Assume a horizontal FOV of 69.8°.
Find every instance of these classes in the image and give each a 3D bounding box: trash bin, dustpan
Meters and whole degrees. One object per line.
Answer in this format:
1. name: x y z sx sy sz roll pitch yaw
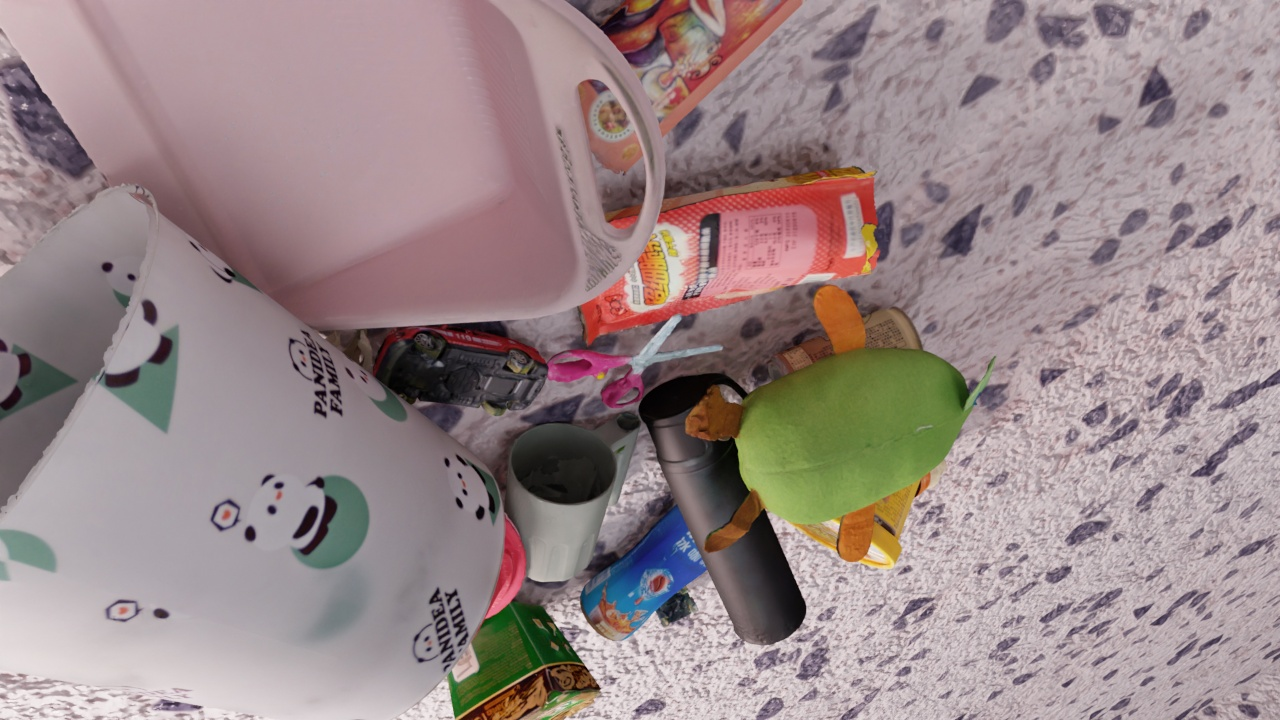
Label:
1. trash bin: -0.222 0.073 0.489 0.230 0.229 0.252 -39 133 11
2. dustpan: -0.138 -0.093 0.449 0.273 0.138 0.223 -22 138 -7

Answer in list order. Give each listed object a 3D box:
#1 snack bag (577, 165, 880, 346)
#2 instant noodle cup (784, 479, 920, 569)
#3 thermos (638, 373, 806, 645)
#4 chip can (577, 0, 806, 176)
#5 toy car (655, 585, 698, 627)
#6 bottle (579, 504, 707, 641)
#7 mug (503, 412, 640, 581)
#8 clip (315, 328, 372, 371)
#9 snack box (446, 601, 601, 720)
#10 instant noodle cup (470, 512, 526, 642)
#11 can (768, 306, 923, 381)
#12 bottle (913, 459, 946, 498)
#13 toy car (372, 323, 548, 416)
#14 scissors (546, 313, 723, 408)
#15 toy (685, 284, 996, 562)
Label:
1. snack bag: 0.056 -0.073 0.628 0.207 0.073 0.129 -13 149 -9
2. instant noodle cup: 0.191 0.105 0.810 0.118 0.119 0.114 45 69 -47
3. thermos: 0.081 0.123 0.763 0.090 0.068 0.243 -25 116 -4
4. chip can: 0.044 -0.196 0.492 0.215 0.071 0.071 -41 136 15
5. toy car: 0.029 0.241 0.937 0.043 0.034 0.091 -28 140 -4
6. bottle: 0.037 0.174 0.853 0.219 0.065 0.065 -44 135 16
7. mug: -0.053 0.107 0.740 0.123 0.084 0.104 -28 146 -38
8. clip: -0.199 0.006 0.595 0.070 0.034 0.100 0 139 -28
9. snack box: -0.116 0.285 0.832 0.118 0.105 0.117 -34 156 5
10. instant noodle cup: -0.185 0.169 0.689 0.194 0.065 0.194 0 129 0
11. can: 0.169 0.002 0.757 0.116 0.058 0.058 -22 137 -5
12. bottle: 0.247 0.120 0.916 0.149 0.066 0.067 -12 136 -26
13. toy car: -0.122 0.004 0.620 0.120 0.045 0.053 10 124 -40
14. scissors: -0.004 0.005 0.681 0.133 0.017 0.134 -9 150 -6
15. toy: 0.147 0.056 0.692 0.246 0.090 0.227 -15 112 -15
